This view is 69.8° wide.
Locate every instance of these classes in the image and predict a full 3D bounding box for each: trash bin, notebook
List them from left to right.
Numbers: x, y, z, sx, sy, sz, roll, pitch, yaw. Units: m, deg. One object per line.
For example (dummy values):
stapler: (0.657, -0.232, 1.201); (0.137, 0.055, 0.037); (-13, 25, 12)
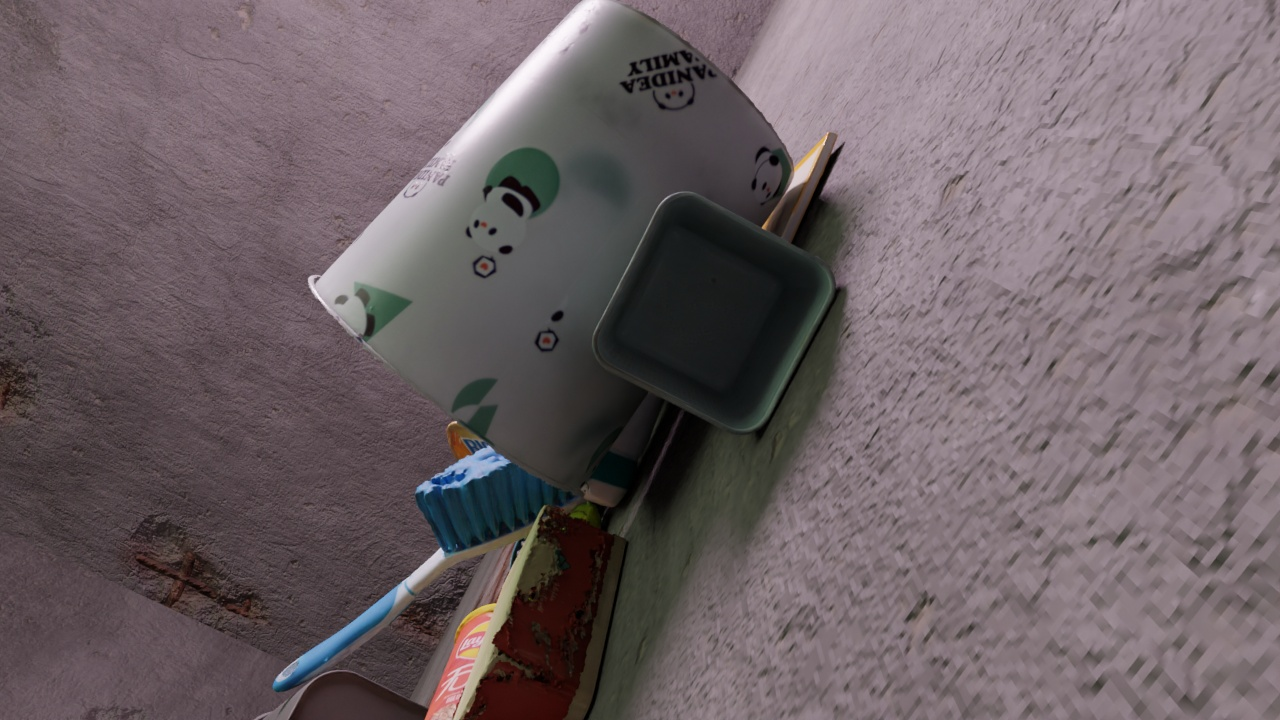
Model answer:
trash bin: (-0.244, 0.369, 0.721); (0.220, 0.199, 0.198); (-48, 15, 45)
trash bin: (-0.048, -0.080, 0.610); (0.252, 0.229, 0.229); (-52, 5, 0)
notebook: (0.078, -0.069, 0.670); (0.145, 0.010, 0.206); (-65, 5, -9)

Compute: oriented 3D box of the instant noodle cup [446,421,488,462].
instant noodle cup: (-0.109, 0.090, 0.952); (0.111, 0.151, 0.152); (-43, -5, -28)

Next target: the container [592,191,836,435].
container: (0.033, -0.025, 0.470); (0.090, 0.090, 0.111); (-62, 2, 4)

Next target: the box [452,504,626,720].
box: (-0.068, 0.164, 0.562); (0.091, 0.077, 0.168); (-62, 6, 23)

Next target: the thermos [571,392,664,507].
thermos: (-0.004, 0.004, 0.727); (0.073, 0.073, 0.224); (151, 139, -81)

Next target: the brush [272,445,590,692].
brush: (-0.161, 0.149, 0.741); (0.314, 0.109, 0.060); (-24, 23, -18)

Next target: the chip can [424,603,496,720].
chip can: (-0.106, 0.243, 0.586); (0.073, 0.073, 0.216); (-62, 7, 15)

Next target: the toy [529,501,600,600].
toy: (-0.059, 0.162, 0.741); (0.100, 0.031, 0.096); (-64, -3, 10)

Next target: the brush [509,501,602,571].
brush: (-0.073, 0.145, 0.832); (0.143, 0.055, 0.074); (-65, 7, -13)
